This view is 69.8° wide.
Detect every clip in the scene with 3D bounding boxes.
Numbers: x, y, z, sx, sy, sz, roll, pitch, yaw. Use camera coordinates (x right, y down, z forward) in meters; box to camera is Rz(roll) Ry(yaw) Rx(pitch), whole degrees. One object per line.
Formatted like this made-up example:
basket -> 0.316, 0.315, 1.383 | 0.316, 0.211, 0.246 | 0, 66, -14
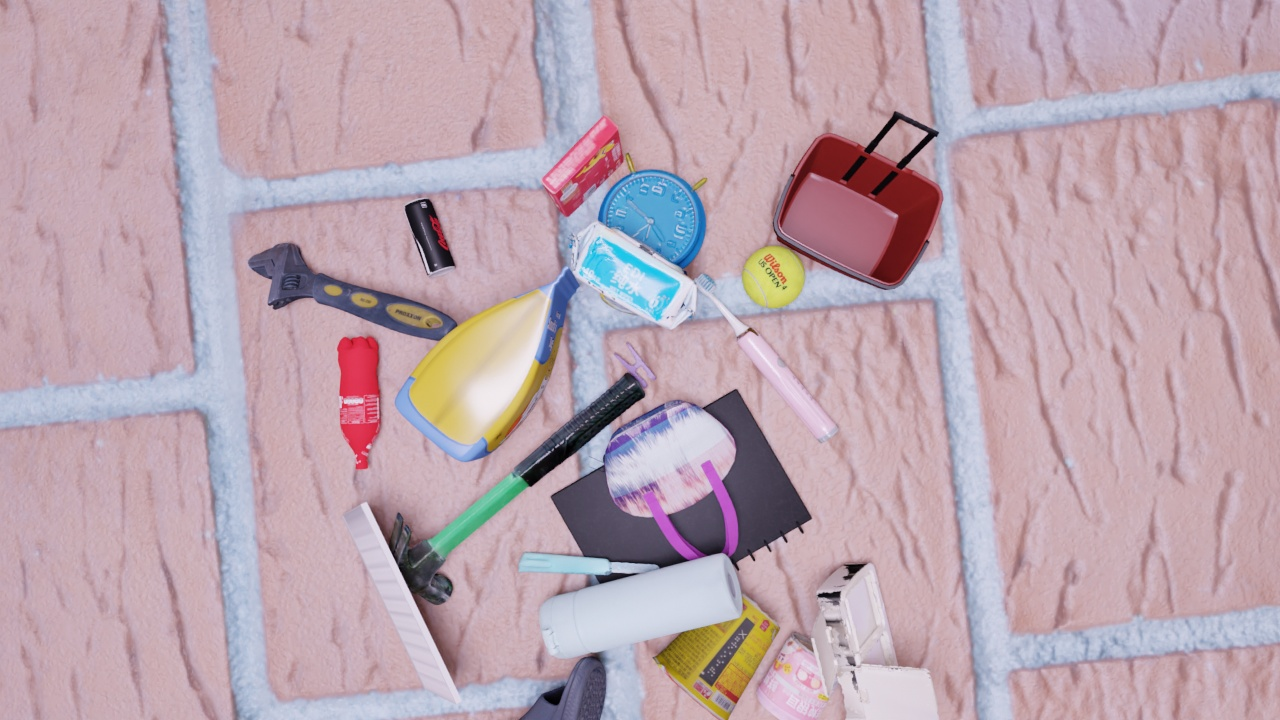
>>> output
clip -> -0.004, 0.005, 0.989 | 0.036, 0.013, 0.052 | -44, 91, 2

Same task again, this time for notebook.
notebook -> 0.045, 0.161, 0.984 | 0.231, 0.019, 0.169 | -30, 88, 1
notebook -> -0.247, 0.246, 0.934 | 0.009, 0.143, 0.209 | -25, 89, -28

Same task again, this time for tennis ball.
tennis ball -> 0.139, -0.087, 0.960 | 0.065, 0.065, 0.065 | 0, 89, 1

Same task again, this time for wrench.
wrench -> -0.303, -0.066, 0.949 | 0.274, 0.022, 0.073 | 17, 71, 22

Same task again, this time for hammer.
hammer -> -0.125, 0.124, 0.957 | 0.318, 0.130, 0.032 | -39, 50, -7

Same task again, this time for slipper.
slipper -> -0.110, 0.420, 0.952 | 0.083, 0.110, 0.268 | 21, 95, 18

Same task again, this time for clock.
clock -> 0.007, -0.127, 0.966 | 0.117, 0.060, 0.161 | 15, 92, 1

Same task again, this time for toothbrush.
toothbrush -> 0.131, -0.004, 0.978 | 0.027, 0.027, 0.222 | -40, 89, 29

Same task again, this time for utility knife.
utility knife -> -0.056, 0.218, 0.970 | 0.158, 0.015, 0.022 | 0, 87, 16

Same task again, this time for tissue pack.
tissue pack -> -0.006, -0.084, 0.893 | 0.144, 0.093, 0.062 | 30, 96, -1

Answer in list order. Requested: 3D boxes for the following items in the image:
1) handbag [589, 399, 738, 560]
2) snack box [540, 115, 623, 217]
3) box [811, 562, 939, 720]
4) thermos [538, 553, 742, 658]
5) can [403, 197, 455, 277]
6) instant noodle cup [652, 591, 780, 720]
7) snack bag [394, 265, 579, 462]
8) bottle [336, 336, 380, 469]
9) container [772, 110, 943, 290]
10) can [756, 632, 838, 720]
handbag -> 0.043, 0.134, 0.950 | 0.144, 0.068, 0.170 | -28, 93, 1
snack box -> -0.056, -0.193, 0.931 | 0.021, 0.133, 0.089 | 45, 90, 2
box -> 0.232, 0.288, 0.893 | 0.101, 0.186, 0.145 | -14, 94, 20
thermos -> -0.004, 0.251, 0.929 | 0.207, 0.077, 0.065 | -18, 97, 14
can -> -0.227, -0.132, 0.985 | 0.031, 0.031, 0.080 | -20, 89, 1
instant noodle cup -> 0.085, 0.299, 0.950 | 0.100, 0.100, 0.112 | 41, 80, 1
snack bag -> -0.132, -0.006, 0.919 | 0.102, 0.159, 0.205 | 40, 89, 1
bottle -> -0.300, 0.045, 0.980 | 0.042, 0.042, 0.141 | -2, 90, 1
container -> 0.212, -0.148, 0.891 | 0.148, 0.201, 0.127 | 27, 90, 1
can -> 0.166, 0.335, 0.955 | 0.067, 0.067, 0.076 | 31, 90, 1
